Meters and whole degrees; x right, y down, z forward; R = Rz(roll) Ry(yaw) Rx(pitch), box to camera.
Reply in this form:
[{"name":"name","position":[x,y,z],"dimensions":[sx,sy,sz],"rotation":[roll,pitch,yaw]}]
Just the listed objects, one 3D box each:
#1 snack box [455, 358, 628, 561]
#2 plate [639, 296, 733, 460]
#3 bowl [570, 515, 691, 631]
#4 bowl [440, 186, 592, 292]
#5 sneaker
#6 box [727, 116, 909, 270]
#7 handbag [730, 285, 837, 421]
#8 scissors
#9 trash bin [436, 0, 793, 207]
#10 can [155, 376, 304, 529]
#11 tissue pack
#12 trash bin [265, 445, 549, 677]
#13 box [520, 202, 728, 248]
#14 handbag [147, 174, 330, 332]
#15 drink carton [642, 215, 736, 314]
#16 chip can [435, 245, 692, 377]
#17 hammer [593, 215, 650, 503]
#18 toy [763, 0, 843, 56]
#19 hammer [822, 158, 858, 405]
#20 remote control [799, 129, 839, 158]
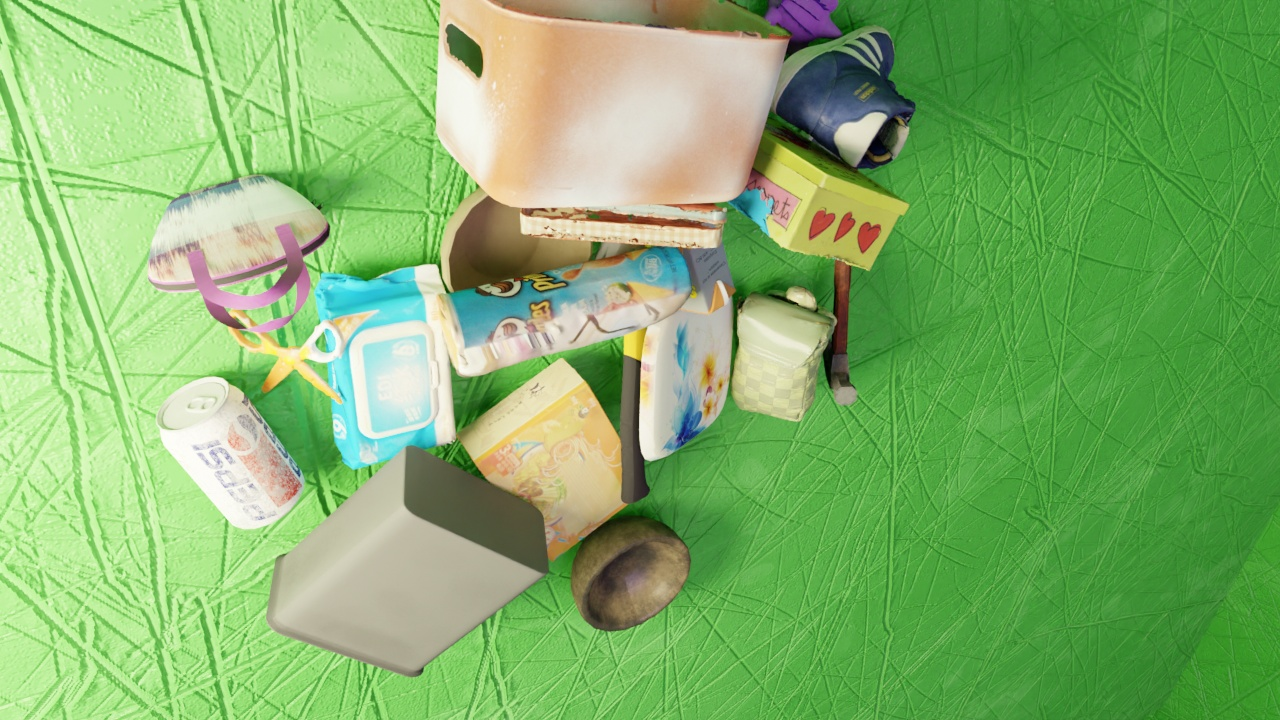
[{"name":"snack box","position":[-0.098,0.111,1.032],"dimensions":[0.145,0.080,0.195],"rotation":[-36,133,-10]},{"name":"plate","position":[0.058,0.012,1.039],"dimensions":[0.186,0.016,0.187],"rotation":[-29,128,-50]},{"name":"bowl","position":[-0.020,0.271,1.201],"dimensions":[0.162,0.070,0.162],"rotation":[-17,128,-23]},{"name":"bowl","position":[-0.124,-0.109,0.879],"dimensions":[0.152,0.050,0.152],"rotation":[-18,126,-26]},{"name":"sneaker","position":[0.233,-0.257,0.905],"dimensions":[0.232,0.118,0.092],"rotation":[-26,151,-47]},{"name":"box","position":[0.138,-0.176,0.889],"dimensions":[0.124,0.221,0.082],"rotation":[8,115,-34]},{"name":"handbag","position":[0.173,-0.014,1.113],"dimensions":[0.116,0.113,0.187],"rotation":[-53,157,-35]},{"name":"scissors","position":[-0.311,-0.005,0.819],"dimensions":[0.130,0.011,0.125],"rotation":[-30,114,32]},{"name":"trash bin","position":[-0.032,-0.229,0.773],"dimensions":[0.259,0.181,0.158],"rotation":[-7,126,-31]},{"name":"can","position":[-0.373,0.086,0.840],"dimensions":[0.078,0.078,0.136],"rotation":[-29,132,-13]},{"name":"tissue pack","position":[-0.241,0.004,0.880],"dimensions":[0.116,0.066,0.210],"rotation":[-13,125,-25]},{"name":"trash bin","position":[-0.237,0.213,0.947],"dimensions":[0.220,0.097,0.191],"rotation":[-40,127,22]},{"name":"box","position":[-0.016,-0.124,0.818],"dimensions":[0.187,0.060,0.057],"rotation":[6,80,4]},{"name":"handbag","position":[-0.302,-0.076,0.709],"dimensions":[0.144,0.170,0.068],"rotation":[-22,130,-19]},{"name":"drink carton","position":[0.045,-0.112,0.915],"dimensions":[0.048,0.076,0.125],"rotation":[-42,129,-33]},{"name":"chip can","position":[-0.068,-0.048,0.849],"dimensions":[0.229,0.079,0.080],"rotation":[-15,128,-16]},{"name":"hammer","position":[-0.006,0.006,0.983],"dimensions":[0.126,0.029,0.324],"rotation":[-20,119,-45]},{"name":"toy","position":[0.158,-0.340,0.899],"dimensions":[0.088,0.056,0.106],"rotation":[18,108,-41]},{"name":"hammer","position":[0.243,-0.105,1.103],"dimensions":[0.028,0.111,0.301],"rotation":[-2,116,1]},{"name":"remote control","position":[0.184,-0.213,1.024],"dimensions":[0.060,0.028,0.114],"rotation":[20,108,-41]}]
